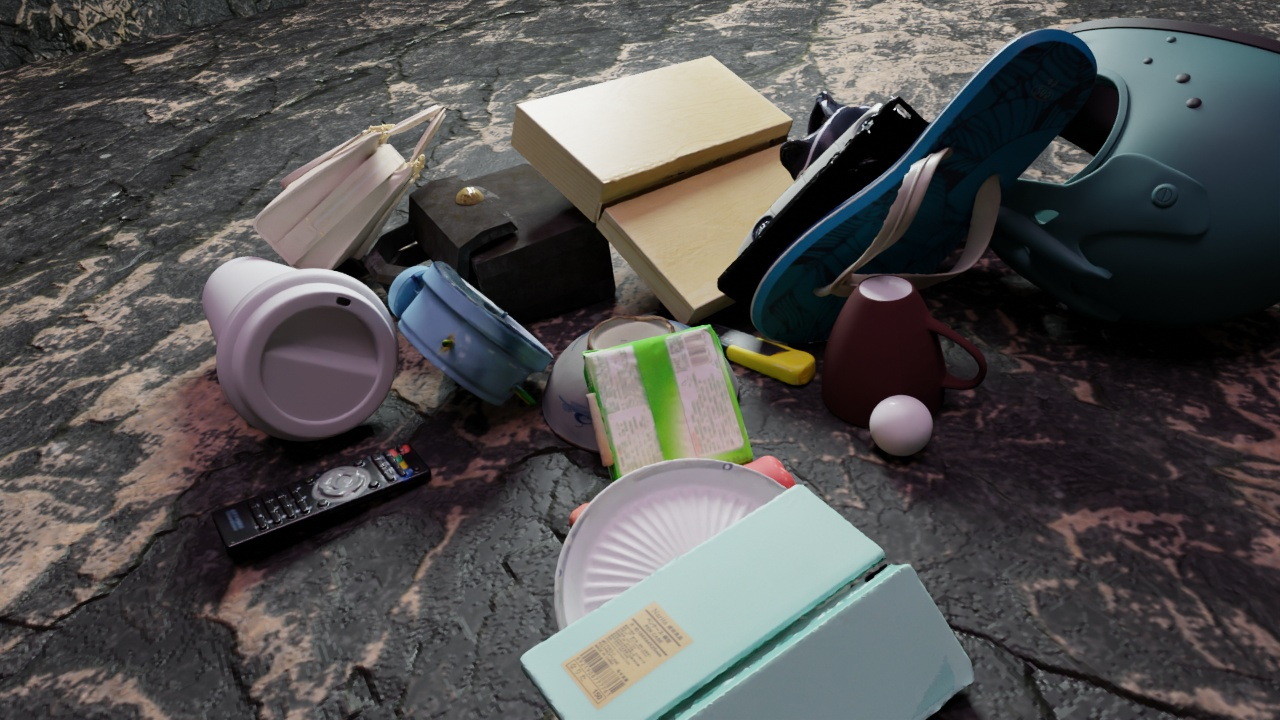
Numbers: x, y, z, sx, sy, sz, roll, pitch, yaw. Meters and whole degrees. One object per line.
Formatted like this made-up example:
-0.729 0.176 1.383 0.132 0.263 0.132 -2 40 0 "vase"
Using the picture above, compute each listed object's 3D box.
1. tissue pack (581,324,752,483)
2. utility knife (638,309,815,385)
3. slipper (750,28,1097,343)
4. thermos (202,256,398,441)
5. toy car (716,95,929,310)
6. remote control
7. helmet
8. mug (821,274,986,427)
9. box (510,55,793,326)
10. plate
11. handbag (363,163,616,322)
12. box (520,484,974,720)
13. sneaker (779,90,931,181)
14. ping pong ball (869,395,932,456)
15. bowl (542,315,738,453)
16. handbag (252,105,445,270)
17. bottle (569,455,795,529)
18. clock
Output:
0.015 0.034 0.617 0.099 0.034 0.114 -13 72 -7 "tissue pack"
0.065 -0.016 0.742 0.173 0.020 0.028 21 41 39 "utility knife"
0.201 -0.097 0.649 0.118 0.296 0.060 18 38 -33 "slipper"
-0.292 -0.025 0.749 0.131 0.132 0.222 -27 30 -26 "thermos"
0.146 -0.119 0.715 0.192 0.094 0.071 -46 34 24 "toy car"
-0.217 0.095 0.633 0.140 0.021 0.045 -21 36 -27 "remote control"
0.364 -0.128 0.688 0.275 0.176 0.200 28 88 32 "helmet"
0.183 -0.010 0.640 0.114 0.088 0.086 12 38 28 "mug"
0.053 -0.168 0.839 0.246 0.068 0.253 -27 71 -34 "box"
0.033 0.124 0.487 0.157 0.014 0.156 2 56 -3 "plate"
-0.157 -0.112 0.859 0.199 0.102 0.197 -22 35 -20 "handbag"
0.054 0.144 0.439 0.186 0.052 0.138 -27 66 -26 "box"
0.223 -0.192 0.839 0.251 0.097 0.151 -27 75 -30 "sneaker"
0.172 0.043 0.606 0.040 0.040 0.040 -6 33 4 "ping pong ball"
-0.004 0.004 0.690 0.151 0.057 0.150 -6 33 4 "bowl"
-0.265 -0.180 0.897 0.198 0.101 0.194 -42 19 2 "handbag"
0.029 0.098 0.546 0.134 0.048 0.071 -16 37 -13 "bottle"
-0.134 -0.025 0.714 0.060 0.118 0.162 -51 32 0 "clock"
